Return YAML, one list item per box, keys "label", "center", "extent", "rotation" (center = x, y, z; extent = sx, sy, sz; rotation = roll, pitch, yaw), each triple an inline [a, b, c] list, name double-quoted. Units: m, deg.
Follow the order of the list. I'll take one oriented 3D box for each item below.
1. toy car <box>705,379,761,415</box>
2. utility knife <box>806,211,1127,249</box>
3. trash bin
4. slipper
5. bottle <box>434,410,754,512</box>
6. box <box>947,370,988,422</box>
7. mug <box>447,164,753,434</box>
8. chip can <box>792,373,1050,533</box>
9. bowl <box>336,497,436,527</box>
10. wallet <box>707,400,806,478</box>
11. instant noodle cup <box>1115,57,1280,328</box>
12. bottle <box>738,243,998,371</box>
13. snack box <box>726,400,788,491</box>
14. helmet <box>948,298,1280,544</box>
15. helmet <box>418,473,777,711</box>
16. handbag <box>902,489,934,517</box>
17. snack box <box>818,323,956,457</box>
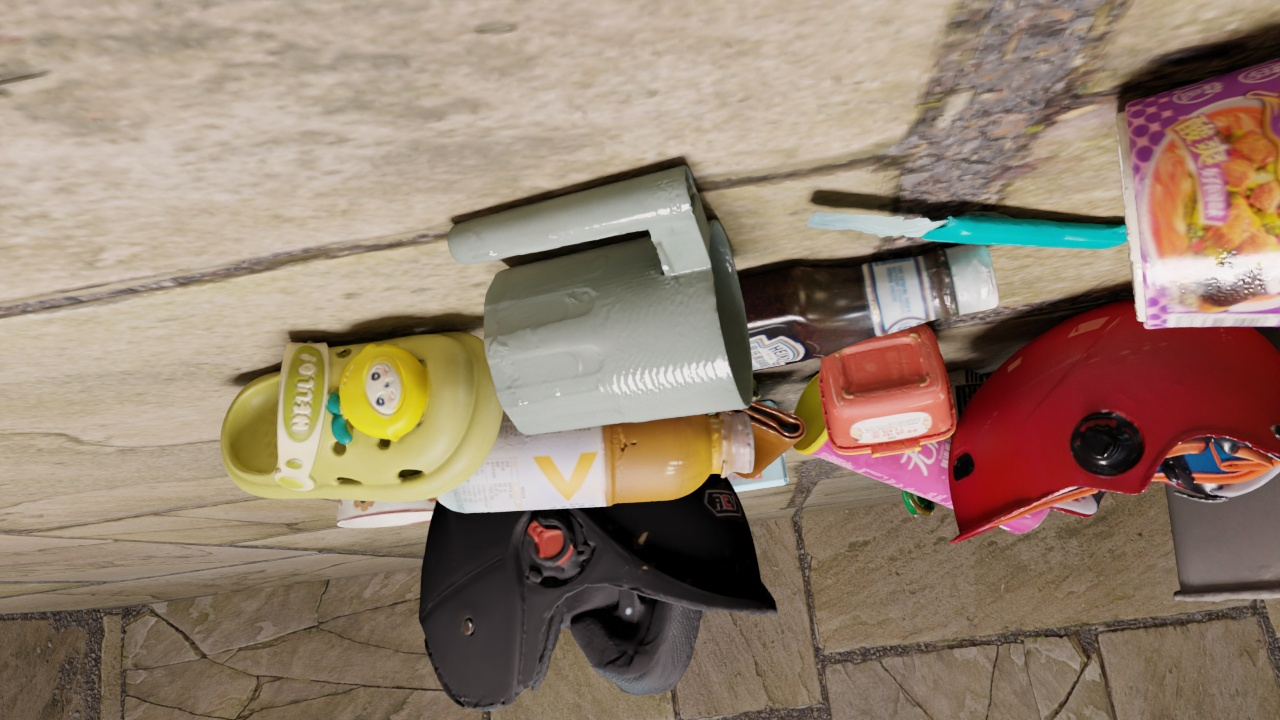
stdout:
- label: "toy car"
  center: [0.038, 0.015, 0.601]
  extent: [0.048, 0.032, 0.105]
  rotation: [-23, 156, 32]
- label: "utility knife"
  center: [0.167, -0.063, 0.439]
  extent: [0.221, 0.013, 0.029]
  rotation: [-2, 167, -29]
- label: "trash bin"
  center: [0.523, 0.065, 0.710]
  extent: [0.198, 0.219, 0.199]
  rotation: [0, 165, -26]
- label: "slipper"
  center: [-0.167, 0.032, 0.497]
  extent: [0.191, 0.091, 0.081]
  rotation: [-10, 164, 22]
- label: "bottle"
  center: [-0.028, 0.053, 0.550]
  extent: [0.189, 0.068, 0.068]
  rotation: [-2, 166, -4]
- label: "box"
  center: [0.249, 0.054, 0.843]
  extent: [0.164, 0.074, 0.081]
  rotation: [-21, 149, 34]
- label: "mug"
  center: [-0.014, -0.024, 0.398]
  extent: [0.103, 0.083, 0.124]
  rotation: [-10, 139, 15]
- label: "chip can"
  center: [0.230, 0.075, 0.746]
  extent: [0.210, 0.071, 0.072]
  rotation: [21, 158, -14]
- label: "bowl"
  center: [-0.227, 0.120, 0.861]
  extent: [0.113, 0.062, 0.113]
  rotation: [-6, 165, -2]
- label: "wallet"
  center: [0.060, 0.053, 0.752]
  extent: [0.119, 0.035, 0.131]
  rotation: [19, 158, -2]
- label: "instant noodle cup"
  center: [0.225, -0.059, 0.322]
  extent: [0.099, 0.111, 0.111]
  rotation: [-4, 169, 29]
- label: "bottle"
  center: [0.088, -0.024, 0.495]
  extent: [0.195, 0.044, 0.080]
  rotation: [-13, 160, 16]
- label: "snack box"
  center: [0.046, 0.090, 0.855]
  extent: [0.175, 0.074, 0.051]
  rotation: [-10, 165, 10]
- label: "helmet"
  center: [0.320, 0.038, 0.640]
  extent: [0.240, 0.143, 0.207]
  rotation: [-17, 162, 16]
- label: "helmet"
  center: [-0.035, 0.141, 0.696]
  extent: [0.275, 0.230, 0.233]
  rotation: [-13, 161, 28]
- label: "handbag"
  center: [0.304, 0.082, 0.869]
  extent: [0.132, 0.120, 0.068]
  rotation: [-14, 159, 33]
- label: "snack box"
  center: [0.170, 0.019, 0.639]
  extent: [0.091, 0.082, 0.080]
  rotation: [-11, 156, 13]
